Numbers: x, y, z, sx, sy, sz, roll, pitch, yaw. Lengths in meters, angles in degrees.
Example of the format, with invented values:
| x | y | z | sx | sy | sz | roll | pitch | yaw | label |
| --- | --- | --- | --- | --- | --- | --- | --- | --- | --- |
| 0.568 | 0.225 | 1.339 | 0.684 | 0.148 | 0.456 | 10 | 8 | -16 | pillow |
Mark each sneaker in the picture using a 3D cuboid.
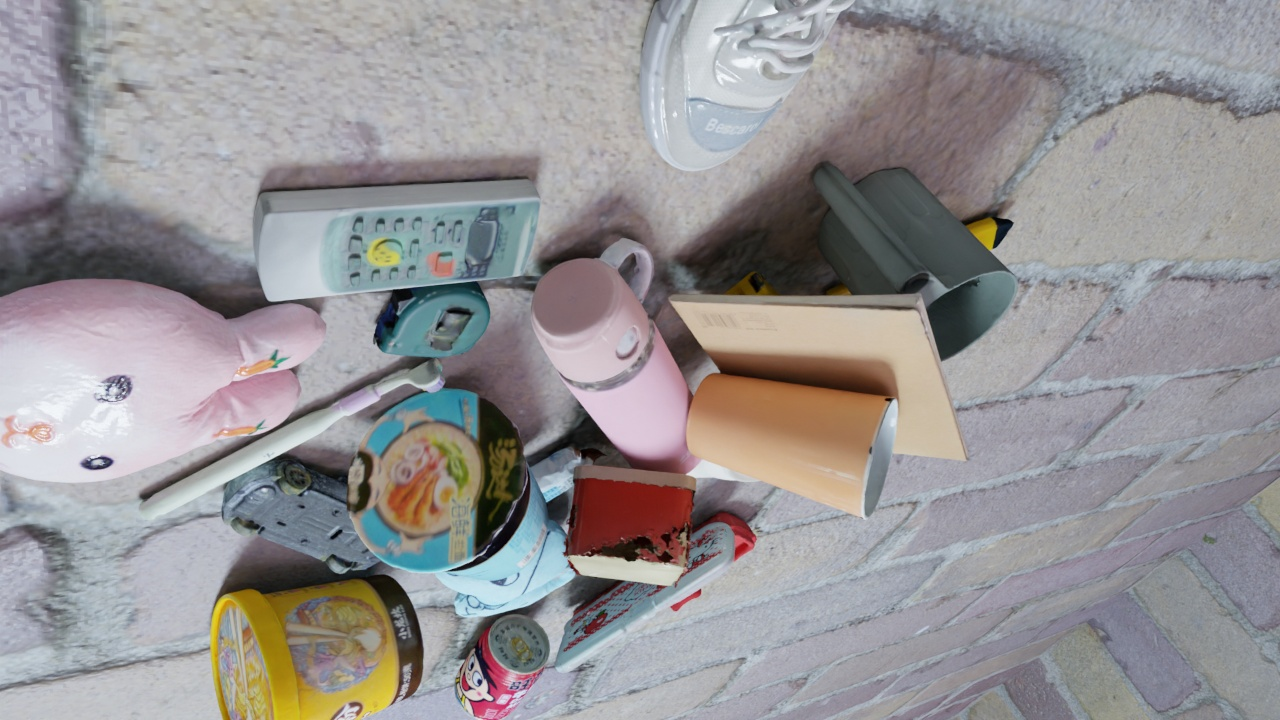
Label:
| x | y | z | sx | sy | sz | roll | pitch | yaw | label |
| --- | --- | --- | --- | --- | --- | --- | --- | --- | --- |
| 0.070 | -0.166 | 0.379 | 0.089 | 0.090 | 0.243 | -9 | 142 | -27 | sneaker |

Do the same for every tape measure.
| x | y | z | sx | sy | sz | roll | pitch | yaw | label |
| --- | --- | --- | --- | --- | --- | --- | --- | --- | --- |
| 0.072 | -0.030 | 0.618 | 0.057 | 0.029 | 0.060 | -39 | 142 | 15 | tape measure |
| -0.109 | -0.023 | 0.497 | 0.058 | 0.025 | 0.055 | 2 | 137 | -40 | tape measure |

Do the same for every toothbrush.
| x | y | z | sx | sy | sz | roll | pitch | yaw | label |
| --- | --- | --- | --- | --- | --- | --- | --- | --- | --- |
| -0.201 | 0.047 | 0.528 | 0.189 | 0.029 | 0.020 | -26 | 105 | -3 | toothbrush |

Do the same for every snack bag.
| x | y | z | sx | sy | sz | roll | pitch | yaw | label |
| --- | --- | --- | --- | --- | --- | --- | --- | --- | --- |
| -0.075 | 0.090 | 0.672 | 0.104 | 0.026 | 0.048 | -32 | 160 | 2 | snack bag |

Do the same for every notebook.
| x | y | z | sx | sy | sz | roll | pitch | yaw | label |
| --- | --- | --- | --- | --- | --- | --- | --- | --- | --- |
| 0.124 | 0.015 | 0.601 | 0.150 | 0.012 | 0.211 | 3 | 153 | 29 | notebook |

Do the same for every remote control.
| x | y | z | sx | sy | sz | roll | pitch | yaw | label |
| --- | --- | --- | --- | --- | --- | --- | --- | --- | --- |
| -0.116 | -0.059 | 0.448 | 0.135 | 0.019 | 0.056 | -9 | 142 | -28 | remote control |

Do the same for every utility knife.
| x | y | z | sx | sy | sz | roll | pitch | yaw | label |
| --- | --- | --- | --- | --- | --- | --- | --- | --- | --- |
| 0.204 | -0.072 | 0.672 | 0.153 | 0.015 | 0.033 | -23 | 140 | -8 | utility knife |

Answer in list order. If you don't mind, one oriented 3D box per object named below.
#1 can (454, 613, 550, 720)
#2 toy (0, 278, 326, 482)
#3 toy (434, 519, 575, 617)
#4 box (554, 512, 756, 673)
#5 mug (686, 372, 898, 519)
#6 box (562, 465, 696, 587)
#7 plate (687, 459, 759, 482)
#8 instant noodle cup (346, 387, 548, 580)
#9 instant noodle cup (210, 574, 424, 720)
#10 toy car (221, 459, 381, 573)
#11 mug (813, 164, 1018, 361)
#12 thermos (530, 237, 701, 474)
| x | y | z | sx | sy | sz | roll | pitch | yaw | label |
| --- | --- | --- | --- | --- | --- | --- | --- | --- | --- |
| -0.129 | 0.287 | 0.860 | 0.066 | 0.066 | 0.094 | 0 | 137 | -37 | can |
| -0.229 | 0.008 | 0.431 | 0.159 | 0.054 | 0.122 | -7 | 142 | -42 | toy |
| -0.104 | 0.166 | 0.733 | 0.161 | 0.049 | 0.157 | 6 | 138 | -44 | toy |
| 0.014 | 0.220 | 0.880 | 0.201 | 0.065 | 0.159 | -37 | 166 | 12 | box |
| 0.096 | 0.048 | 0.593 | 0.078 | 0.123 | 0.078 | -42 | 139 | -51 | mug |
| -0.006 | 0.134 | 0.672 | 0.091 | 0.077 | 0.168 | 6 | 162 | 1 | box |
| 0.113 | 0.054 | 0.757 | 0.164 | 0.034 | 0.164 | -5 | 140 | -30 | plate |
| -0.111 | 0.090 | 0.587 | 0.111 | 0.111 | 0.120 | -27 | 156 | -3 | instant noodle cup |
| -0.226 | 0.210 | 0.648 | 0.114 | 0.118 | 0.119 | -7 | 141 | -43 | instant noodle cup |
| -0.203 | 0.097 | 0.580 | 0.054 | 0.036 | 0.120 | -39 | 136 | 16 | toy car |
| 0.161 | -0.065 | 0.569 | 0.084 | 0.103 | 0.123 | -42 | 144 | 19 | mug |
| -0.003 | 0.003 | 0.583 | 0.087 | 0.067 | 0.199 | -54 | 149 | -16 | thermos |
